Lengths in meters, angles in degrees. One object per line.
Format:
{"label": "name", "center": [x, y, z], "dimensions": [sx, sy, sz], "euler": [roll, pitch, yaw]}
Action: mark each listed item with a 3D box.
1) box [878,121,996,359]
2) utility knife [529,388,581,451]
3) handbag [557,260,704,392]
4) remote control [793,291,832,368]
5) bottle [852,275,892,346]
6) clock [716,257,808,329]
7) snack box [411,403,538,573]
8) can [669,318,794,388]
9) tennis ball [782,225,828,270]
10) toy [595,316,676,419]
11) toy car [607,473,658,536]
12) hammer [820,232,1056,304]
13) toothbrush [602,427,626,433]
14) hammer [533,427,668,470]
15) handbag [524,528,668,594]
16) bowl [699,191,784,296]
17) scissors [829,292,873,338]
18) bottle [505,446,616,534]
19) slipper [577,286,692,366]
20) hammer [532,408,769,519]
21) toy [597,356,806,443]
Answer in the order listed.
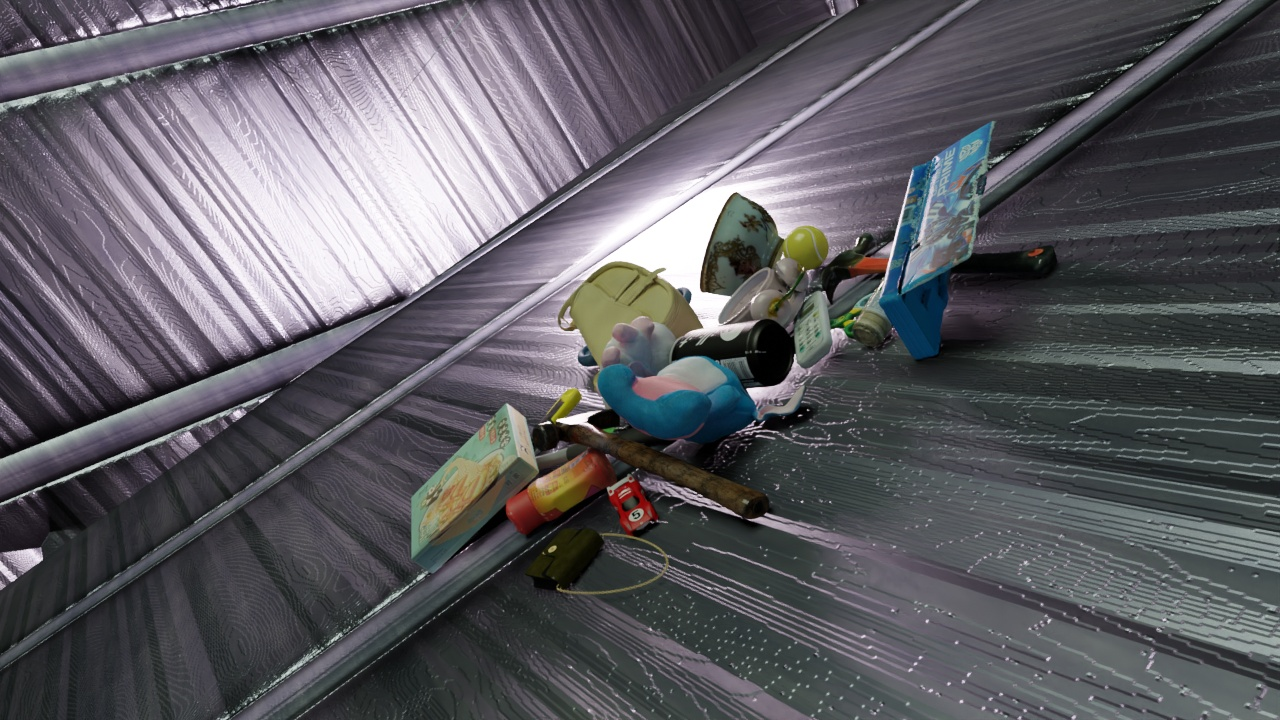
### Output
{"label": "box", "center": [0.336, -0.133, 0.984], "dimensions": [0.114, 0.114, 0.242], "euler": [-15, 36, 39]}
{"label": "utility knife", "center": [-0.135, 0.098, 1.245], "dimensions": [0.029, 0.020, 0.173], "euler": [-9, 32, 44]}
{"label": "handbag", "center": [-0.024, -0.061, 1.354], "dimensions": [0.191, 0.088, 0.232], "euler": [-39, 41, 5]}
{"label": "remote control", "center": [0.210, -0.037, 1.110], "dimensions": [0.050, 0.022, 0.133], "euler": [-46, 16, 27]}
{"label": "bottle", "center": [0.283, -0.066, 1.051], "dimensions": [0.109, 0.042, 0.043], "euler": [-53, 27, -20]}
{"label": "clock", "center": [0.161, -0.070, 1.173], "dimensions": [0.116, 0.059, 0.158], "euler": [-56, 12, -30]}
{"label": "snack box", "center": [-0.218, 0.162, 1.185], "dimensions": [0.194, 0.044, 0.141], "euler": [-45, 27, 9]}
{"label": "can", "center": [0.110, -0.004, 1.122], "dimensions": [0.146, 0.080, 0.080], "euler": [-8, 31, 49]}
{"label": "tennis ball", "center": [0.239, -0.162, 1.328], "dimensions": [0.065, 0.065, 0.065], "euler": [-28, 20, 11]}
{"label": "toy", "center": [-0.007, 0.007, 1.171], "dimensions": [0.101, 0.179, 0.138], "euler": [26, 81, 26]}
{"label": "toy car", "center": [-0.009, 0.157, 0.998], "dimensions": [0.038, 0.025, 0.089], "euler": [-33, 20, -2]}
{"label": "hammer", "center": [0.351, -0.117, 1.114], "dimensions": [0.132, 0.033, 0.334], "euler": [-39, 22, -24]}
{"label": "toothbrush", "center": [-0.084, 0.100, 1.269], "dimensions": [0.188, 0.017, 0.014], "euler": [-5, 36, 45]}
{"label": "hammer", "center": [-0.071, 0.114, 1.188], "dimensions": [0.312, 0.029, 0.124], "euler": [-18, 24, 31]}
{"label": "handbag", "center": [-0.041, 0.205, 0.934], "dimensions": [0.178, 0.027, 0.083], "euler": [-6, 32, 47]}
{"label": "bowl", "center": [0.160, -0.162, 1.370], "dimensions": [0.094, 0.160, 0.159], "euler": [20, 41, 13]}
{"label": "scissors", "center": [0.253, -0.054, 1.128], "dimensions": [0.112, 0.012, 0.131], "euler": [-44, 22, -21]}
{"label": "bottle", "center": [-0.096, 0.156, 1.096], "dimensions": [0.134, 0.048, 0.071], "euler": [-31, 19, 1]}
{"label": "slipper", "center": [-0.014, -0.061, 1.473], "dimensions": [0.214, 0.059, 0.103], "euler": [-31, 18, 6]}
{"label": "hammer", "center": [0.018, 0.107, 0.996], "dimensions": [0.119, 0.033, 0.331], "euler": [-14, 19, -35]}
{"label": "toy", "center": [0.059, 0.045, 1.005], "dimensions": [0.224, 0.099, 0.191], "euler": [9, 3, 30]}
